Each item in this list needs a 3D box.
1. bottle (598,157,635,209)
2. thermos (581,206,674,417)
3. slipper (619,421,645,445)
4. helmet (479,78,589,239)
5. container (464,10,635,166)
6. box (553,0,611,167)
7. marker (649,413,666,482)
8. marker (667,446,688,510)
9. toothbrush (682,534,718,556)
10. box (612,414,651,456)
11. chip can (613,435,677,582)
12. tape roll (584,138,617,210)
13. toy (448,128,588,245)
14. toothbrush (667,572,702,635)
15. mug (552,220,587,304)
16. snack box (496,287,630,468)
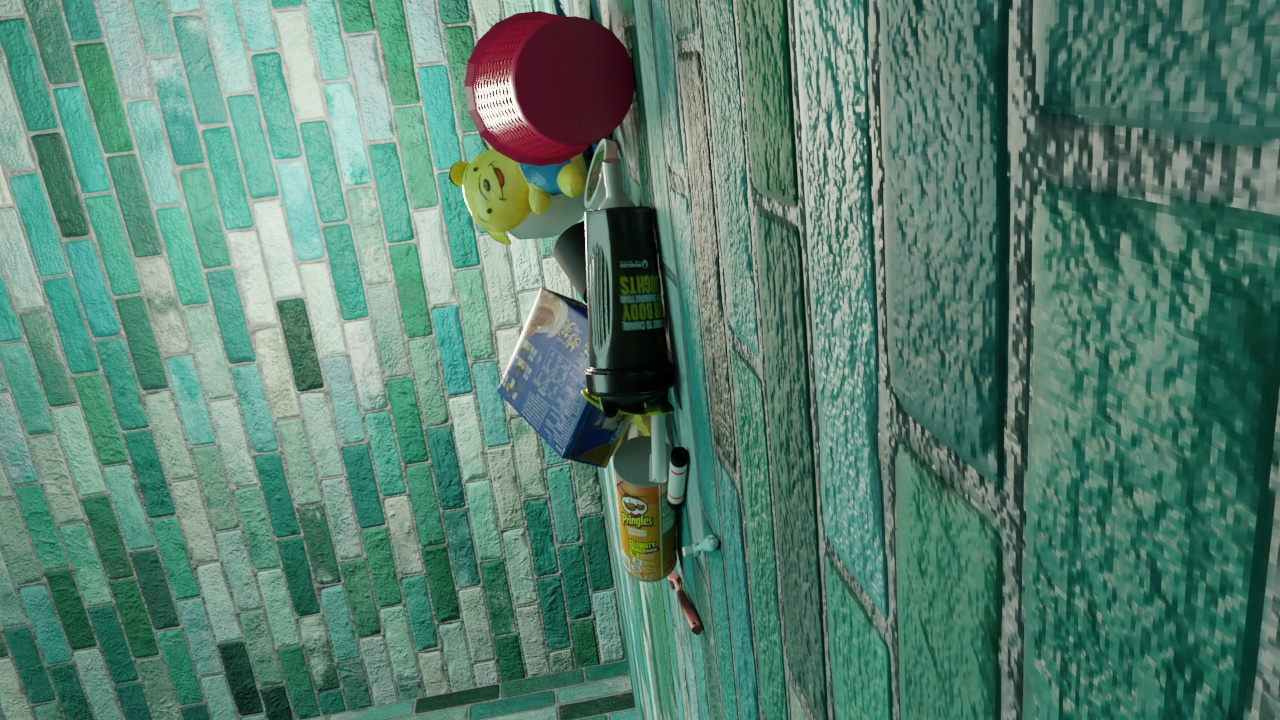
[{"bbox_3d":[-0.024,-0.141,1.086,0.052,0.052,0.195,-109,12,-62],"label":"bottle"},{"bbox_3d":[-0.018,-0.051,0.980,0.098,0.098,0.221,-139,44,-81],"label":"thermos"},{"bbox_3d":[-0.032,0.046,1.378,0.272,0.054,0.115,-104,16,-49],"label":"slipper"},{"bbox_3d":[-0.153,-0.333,1.507,0.236,0.164,0.264,23,-114,-83],"label":"helmet"},{"bbox_3d":[-0.096,-0.310,1.037,0.226,0.183,0.183,-138,39,-69],"label":"container"},{"bbox_3d":[-0.079,-0.387,1.296,0.177,0.048,0.231,76,-177,-64],"label":"box"},{"bbox_3d":[0.019,0.076,1.056,0.017,0.020,0.133,47,-142,-57],"label":"marker"},{"bbox_3d":[0.041,0.139,1.036,0.146,0.019,0.019,90,169,-57],"label":"marker"},{"bbox_3d":[0.062,0.192,0.942,0.181,0.016,0.016,107,154,-75],"label":"toothbrush"},{"bbox_3d":[-0.045,0.041,1.178,0.188,0.090,0.077,44,142,50],"label":"box"},{"bbox_3d":[0.009,0.191,1.153,0.215,0.075,0.075,87,172,-46],"label":"chip can"},{"bbox_3d":[-0.053,-0.245,1.213,0.094,0.018,0.094,-168,91,-74],"label":"tape roll"},{"bbox_3d":[-0.171,-0.264,1.348,0.083,0.214,0.149,8,-117,-58],"label":"toy"},{"bbox_3d":[0.056,0.308,1.167,0.190,0.016,0.016,-140,37,-81],"label":"toothbrush"},{"bbox_3d":[-0.056,-0.131,1.259,0.088,0.078,0.113,56,-159,22],"label":"mug"},{"bbox_3d":[-0.085,0.016,1.137,0.203,0.069,0.155,35,105,52],"label":"snack box"}]
